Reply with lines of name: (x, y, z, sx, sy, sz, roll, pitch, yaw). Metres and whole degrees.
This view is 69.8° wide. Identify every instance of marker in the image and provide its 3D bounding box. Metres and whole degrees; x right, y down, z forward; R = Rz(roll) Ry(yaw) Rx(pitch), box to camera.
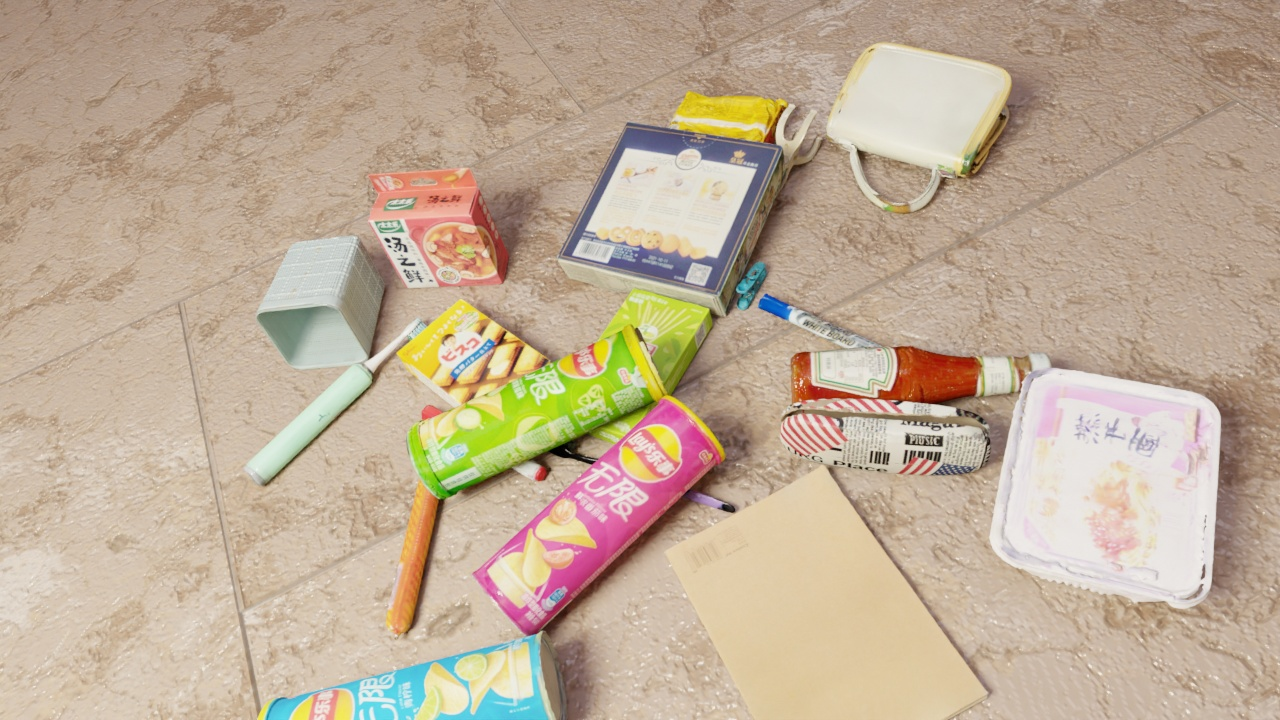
marker: (-0.144, 0.075, 0.836, 0.145, 0.017, 0.017, 24, 62, 28)
marker: (0.171, -0.027, 0.837, 0.146, 0.017, 0.016, 29, 64, 30)

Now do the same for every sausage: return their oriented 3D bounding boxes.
sausage: (-0.191, 0.156, 0.780, 0.021, 0.021, 0.164, -3, 52, 11)

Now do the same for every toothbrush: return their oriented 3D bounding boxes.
toothbrush: (-0.294, 0.034, 0.898, 0.224, 0.027, 0.026, -48, 24, -22)
toothbrush: (-0.005, 0.096, 0.788, 0.189, 0.014, 0.016, 17, 34, 23)

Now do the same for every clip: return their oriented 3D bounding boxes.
clip: (0.163, -0.218, 0.984, 0.035, 0.094, 0.102, 21, 99, 26)
clip: (0.108, -0.074, 0.888, 0.015, 0.049, 0.056, 17, 53, 26)

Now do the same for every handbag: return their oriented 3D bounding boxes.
handbag: (0.276, -0.232, 0.952, 0.163, 0.063, 0.178, 25, 77, 29)

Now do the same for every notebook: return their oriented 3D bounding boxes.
notebook: (0.128, 0.191, 0.682, 0.149, 0.012, 0.211, -27, 51, -6)

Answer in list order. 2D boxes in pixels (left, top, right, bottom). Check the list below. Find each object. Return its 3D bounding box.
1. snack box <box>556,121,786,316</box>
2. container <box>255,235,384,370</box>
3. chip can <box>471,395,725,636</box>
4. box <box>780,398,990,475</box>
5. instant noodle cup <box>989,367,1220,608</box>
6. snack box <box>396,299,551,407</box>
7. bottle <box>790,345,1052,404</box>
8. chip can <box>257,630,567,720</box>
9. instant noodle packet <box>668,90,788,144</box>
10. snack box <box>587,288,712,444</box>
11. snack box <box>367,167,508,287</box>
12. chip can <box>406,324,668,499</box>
snack box: (0.033, -0.148, 0.927, 0.178, 0.046, 0.182, 16, 69, 25)
container: (-0.321, -0.063, 0.942, 0.090, 0.090, 0.111, -4, 49, 10)
chip can: (-0.032, 0.121, 0.726, 0.210, 0.071, 0.071, -41, 55, -13)
box: (0.194, 0.057, 0.736, 0.164, 0.072, 0.059, 6, 72, 15)
instant noodle cup: (0.337, 0.097, 0.673, 0.138, 0.060, 0.173, 12, 55, 22)
snack box: (-0.158, 0.005, 0.884, 0.140, 0.034, 0.086, 32, 65, 34)
bottle: (0.229, 0.016, 0.762, 0.206, 0.060, 0.059, -3, 52, 11)
chip can: (-0.163, 0.257, 0.664, 0.210, 0.071, 0.071, -15, 51, 2)
instant noodle packet: (0.085, -0.251, 1.015, 0.128, 0.044, 0.110, 14, 59, 26)
snack box: (-0.005, 0.005, 0.850, 0.086, 0.026, 0.156, 18, 60, 26)
snack box: (-0.209, -0.132, 0.942, 0.113, 0.127, 0.044, -1, 53, 14)
chip can: (-0.090, 0.045, 0.781, 0.221, 0.072, 0.072, -25, 51, 2)
